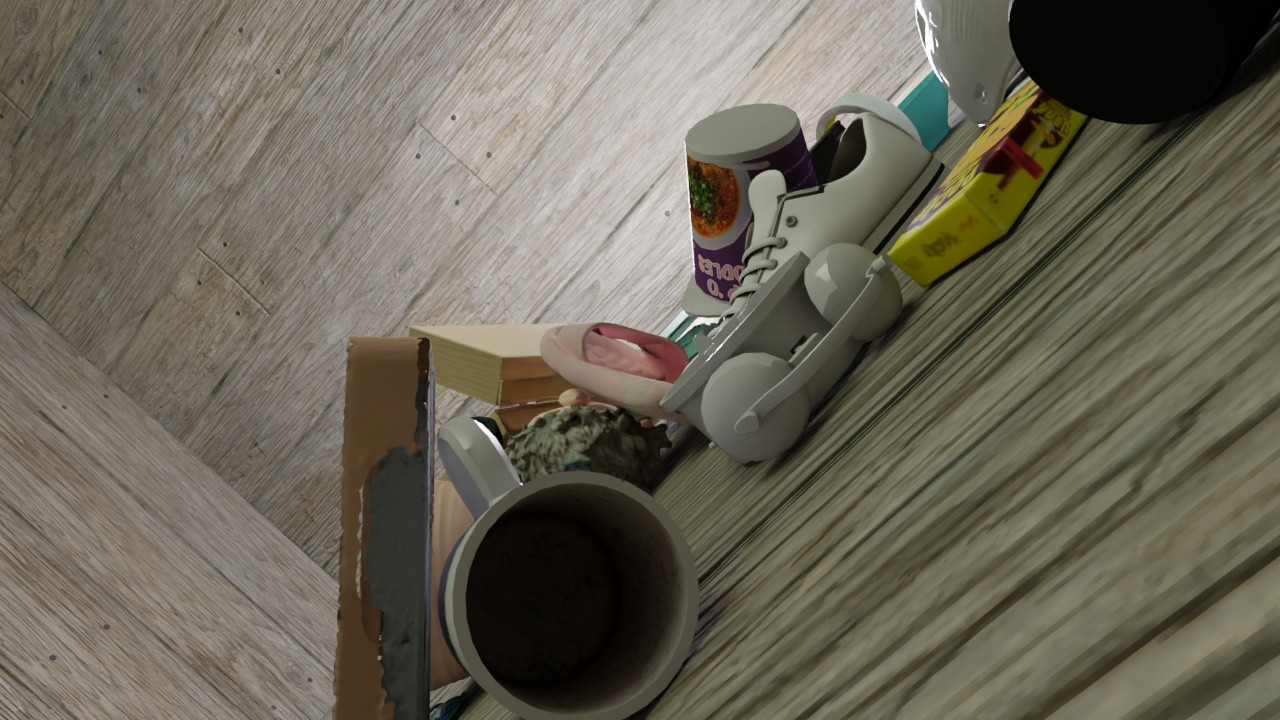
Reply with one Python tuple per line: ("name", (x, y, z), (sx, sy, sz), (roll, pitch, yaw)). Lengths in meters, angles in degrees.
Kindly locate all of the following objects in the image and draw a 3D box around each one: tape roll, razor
("tape roll", (0.194, -0.183, 0.783), (0.019, 0.094, 0.094), (-48, 1, -22))
("razor", (-0.163, 0.269, 0.659), (0.141, 0.018, 0.043), (-46, 3, 47))

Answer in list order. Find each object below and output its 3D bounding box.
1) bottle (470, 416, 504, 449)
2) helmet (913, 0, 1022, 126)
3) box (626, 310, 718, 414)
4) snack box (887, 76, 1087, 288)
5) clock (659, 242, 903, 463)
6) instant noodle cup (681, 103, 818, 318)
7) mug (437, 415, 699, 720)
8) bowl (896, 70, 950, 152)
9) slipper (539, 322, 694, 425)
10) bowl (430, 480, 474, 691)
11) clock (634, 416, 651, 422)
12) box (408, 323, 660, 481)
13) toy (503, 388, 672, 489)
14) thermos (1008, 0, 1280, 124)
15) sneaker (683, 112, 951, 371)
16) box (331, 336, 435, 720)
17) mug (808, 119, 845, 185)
("bottle", (-0.116, 0.120, 0.756), (0.056, 0.161, 0.056), (-10, 30, 6))
("helmet", (0.284, -0.275, 0.595), (0.224, 0.184, 0.282), (-43, -19, 0))
("box", (0.032, -0.018, 0.811), (0.077, 0.080, 0.189), (-7, -18, -23))
("snack box", (0.176, -0.099, 0.434), (0.148, 0.025, 0.061), (-48, 1, -27))
("clock", (0.065, -0.005, 0.447), (0.119, 0.061, 0.159), (-48, 0, -14))
("instant noodle cup", (0.079, -0.115, 0.684), (0.136, 0.122, 0.122), (-29, 37, -16))
("mug", (-0.042, 0.074, 0.348), (0.083, 0.119, 0.096), (-32, -4, -20))
("bowl", (0.247, -0.209, 0.841), (0.121, 0.046, 0.121), (-48, 1, 1))
("slipper", (-0.004, 0.004, 0.702), (0.222, 0.106, 0.056), (29, 104, 62))
("bowl", (-0.123, 0.157, 0.668), (0.076, 0.153, 0.153), (-6, -1, -3))
("clock", (-0.048, 0.102, 0.847), (0.156, 0.062, 0.110), (-30, -20, -29))
("box", (-0.086, 0.039, 0.897), (0.142, 0.184, 0.247), (-9, -2, 38))
("toy", (-0.044, 0.060, 0.714), (0.132, 0.076, 0.176), (-5, 6, -1))
("thermos", (0.215, -0.186, 0.320), (0.218, 0.106, 0.106), (-53, 3, -14))
("sneaker", (0.096, -0.071, 0.592), (0.245, 0.097, 0.091), (-47, 1, -13))
("box", (-0.105, 0.108, 0.394), (0.151, 0.043, 0.216), (137, 133, -70))
("mug", (0.169, -0.146, 0.754), (0.084, 0.081, 0.111), (-49, 2, -32))
